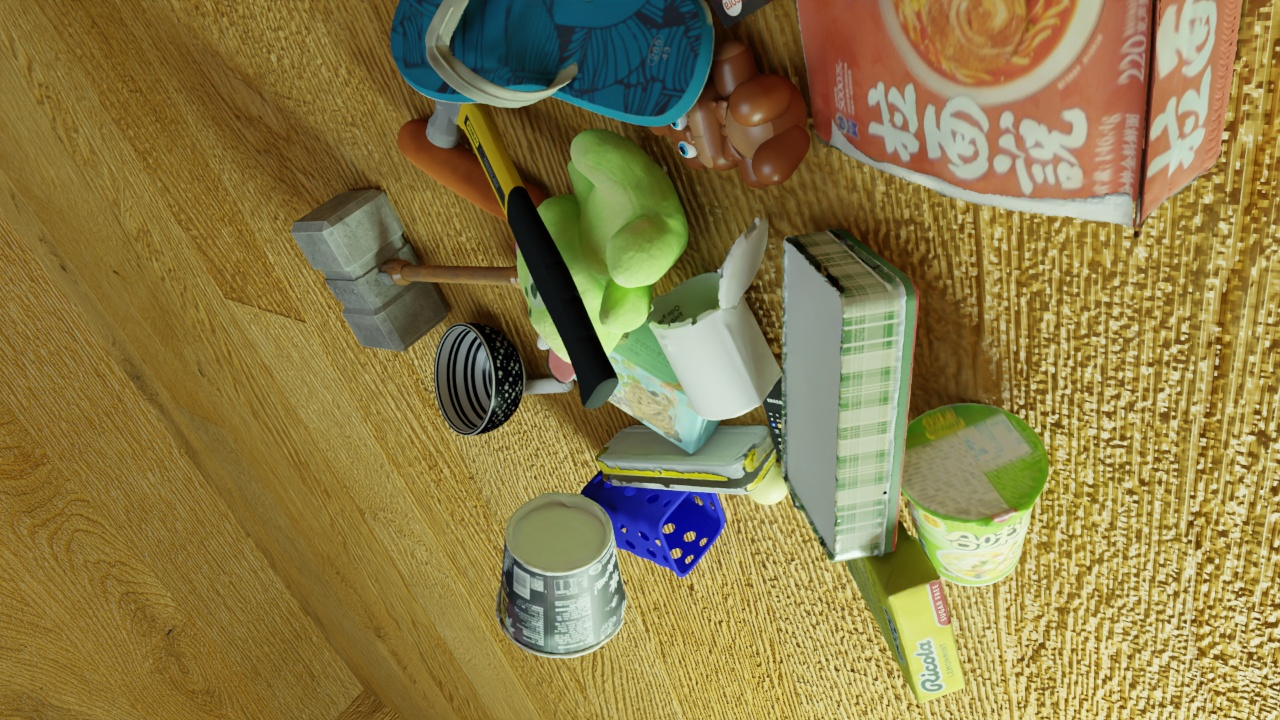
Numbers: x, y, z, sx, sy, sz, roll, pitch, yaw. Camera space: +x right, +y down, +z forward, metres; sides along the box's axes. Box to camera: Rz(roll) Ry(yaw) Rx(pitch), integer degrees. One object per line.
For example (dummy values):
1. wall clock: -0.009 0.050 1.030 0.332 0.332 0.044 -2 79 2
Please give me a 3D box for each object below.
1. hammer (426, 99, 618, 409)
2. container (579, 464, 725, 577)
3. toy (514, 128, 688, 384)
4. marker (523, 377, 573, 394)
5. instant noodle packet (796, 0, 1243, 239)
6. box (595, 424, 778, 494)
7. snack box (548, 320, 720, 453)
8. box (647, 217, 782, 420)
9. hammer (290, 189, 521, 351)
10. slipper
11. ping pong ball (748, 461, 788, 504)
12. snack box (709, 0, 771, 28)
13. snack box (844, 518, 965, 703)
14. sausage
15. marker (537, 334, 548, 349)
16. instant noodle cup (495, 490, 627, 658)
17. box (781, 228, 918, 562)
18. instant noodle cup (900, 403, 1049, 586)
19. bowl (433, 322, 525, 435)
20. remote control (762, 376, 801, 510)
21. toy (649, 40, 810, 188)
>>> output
1. hammer: -0.089 -0.109 0.683 0.323 0.029 0.127 63 145 25
2. container: 0.011 0.153 0.940 0.114 0.084 0.084 13 135 41
3. toy: -0.032 -0.081 0.714 0.197 0.107 0.150 -40 67 64
4. marker: -0.116 0.029 1.002 0.134 0.020 0.017 -5 113 50
5. instant noodle packet: 0.164 -0.169 0.459 0.221 0.083 0.164 27 146 45
6. box: 0.039 0.091 0.860 0.210 0.064 0.037 -6 122 50
7. snack box: -0.005 0.005 0.825 0.175 0.053 0.075 31 144 19
8. box: 0.065 -0.031 0.686 0.126 0.084 0.156 1 130 47
9. hammer: -0.208 -0.087 0.918 0.318 0.082 0.163 7 131 44
10. slipper: -0.081 -0.222 0.606 0.295 0.060 0.118 22 102 34
11. ping pong ball: 0.113 0.108 0.819 0.040 0.040 0.040 29 144 23
12. snack box: 0.033 -0.258 0.498 0.141 0.031 0.051 56 166 -16
13. snack box: 0.185 0.151 0.703 0.180 0.045 0.121 -108 -4 -60
14. sausage: -0.151 -0.165 0.806 0.164 0.044 0.039 33 120 18
15. marker: -0.080 -0.053 0.875 0.017 0.017 0.146 40 147 8
16. instant noodle cup: -0.078 0.205 0.910 0.137 0.136 0.112 26 134 27
17. box: 0.134 0.023 0.615 0.117 0.051 0.206 -111 15 -62
18. instant noodle cup: 0.229 0.100 0.642 0.099 0.098 0.108 20 148 34
19. bowl: -0.164 0.019 0.990 0.120 0.066 0.120 5 96 48
20. remote control: 0.133 0.077 0.777 0.033 0.015 0.147 10 130 43
21. toy: 0.049 -0.152 0.585 0.128 0.065 0.095 14 133 46
